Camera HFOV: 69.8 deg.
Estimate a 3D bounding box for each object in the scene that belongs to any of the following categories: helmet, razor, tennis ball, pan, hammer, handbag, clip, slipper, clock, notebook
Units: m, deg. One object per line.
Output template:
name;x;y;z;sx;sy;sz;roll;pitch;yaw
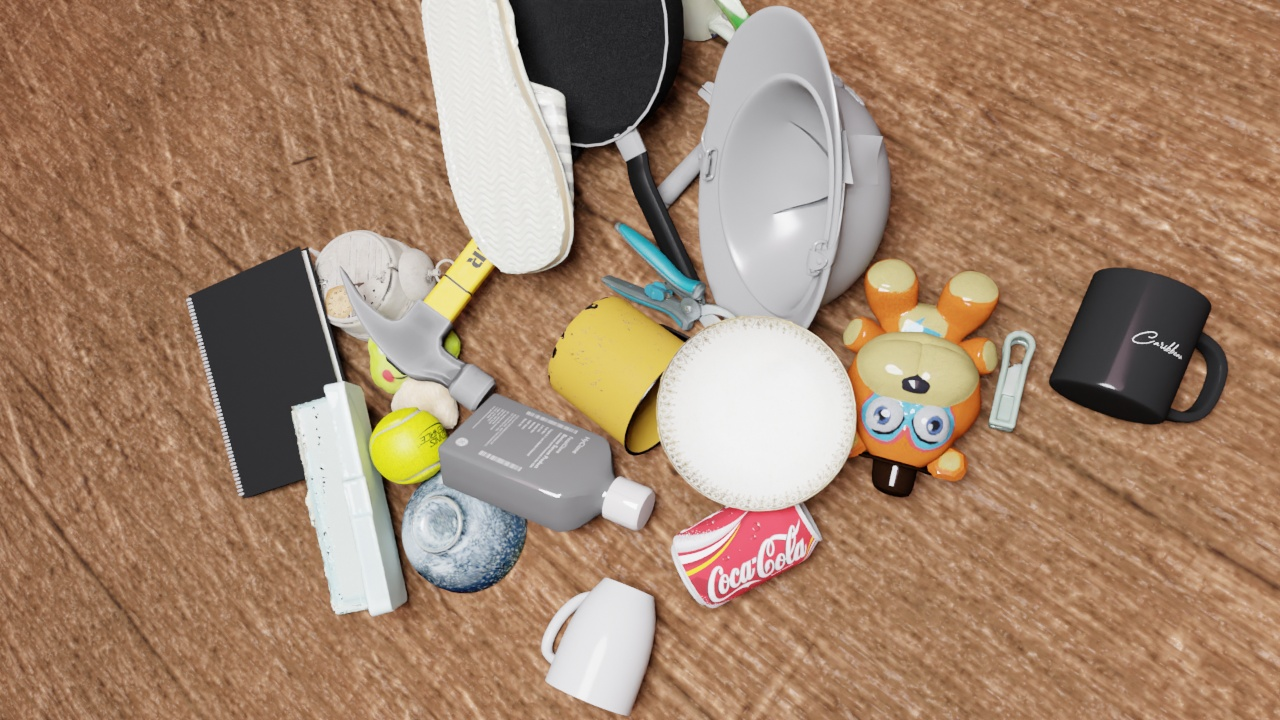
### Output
helmet;0.137;-0.135;0.708;0.117;0.272;0.183;-14;42;-23
razor;0.053;-0.178;0.798;0.116;0.088;0.047;-45;64;25
tennis ball;-0.199;0.074;0.793;0.065;0.065;0.065;-4;76;17
pan;-0.019;-0.216;0.776;0.205;0.043;0.356;-16;103;45
hammer;-0.126;-0.125;0.830;0.170;0.034;0.324;36;79;2
handbag;0.038;-0.330;0.788;0.074;0.151;0.176;-34;70;8
clip;0.280;0.016;0.694;0.023;0.042;0.075;13;83;19
slipper;-0.120;-0.207;0.785;0.115;0.054;0.272;-17;90;25
clock;-0.247;-0.077;0.871;0.157;0.061;0.103;-6;76;19
notebook;-0.350;0.014;0.874;0.149;0.016;0.206;-18;86;21

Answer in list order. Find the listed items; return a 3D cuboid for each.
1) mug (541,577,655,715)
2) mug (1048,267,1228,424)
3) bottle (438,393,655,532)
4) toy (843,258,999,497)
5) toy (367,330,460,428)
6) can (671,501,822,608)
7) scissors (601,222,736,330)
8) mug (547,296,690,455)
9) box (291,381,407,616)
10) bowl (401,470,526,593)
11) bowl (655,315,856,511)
mug;-0.037;0.220;0.736;0.107;0.071;0.089;6;68;47
mug;0.361;-0.002;0.651;0.113;0.078;0.088;25;86;-4
bottle;-0.072;0.093;0.761;0.174;0.046;0.083;19;41;20
toy;0.205;0.015;0.690;0.112;0.096;0.176;10;91;13
toy;-0.203;0.014;0.845;0.092;0.043;0.117;-24;73;8
can;0.082;0.141;0.709;0.105;0.064;0.064;-31;70;9
scissors;0.020;-0.064;0.786;0.156;0.019;0.124;-5;109;43
mug;-0.004;0.004;0.760;0.094;0.101;0.123;36;50;24
box;-0.259;0.123;0.802;0.126;0.074;0.197;-18;83;35
bowl;-0.163;0.143;0.793;0.114;0.060;0.114;-5;76;18
bowl;0.090;0.040;0.695;0.145;0.063;0.145;-1;87;15
